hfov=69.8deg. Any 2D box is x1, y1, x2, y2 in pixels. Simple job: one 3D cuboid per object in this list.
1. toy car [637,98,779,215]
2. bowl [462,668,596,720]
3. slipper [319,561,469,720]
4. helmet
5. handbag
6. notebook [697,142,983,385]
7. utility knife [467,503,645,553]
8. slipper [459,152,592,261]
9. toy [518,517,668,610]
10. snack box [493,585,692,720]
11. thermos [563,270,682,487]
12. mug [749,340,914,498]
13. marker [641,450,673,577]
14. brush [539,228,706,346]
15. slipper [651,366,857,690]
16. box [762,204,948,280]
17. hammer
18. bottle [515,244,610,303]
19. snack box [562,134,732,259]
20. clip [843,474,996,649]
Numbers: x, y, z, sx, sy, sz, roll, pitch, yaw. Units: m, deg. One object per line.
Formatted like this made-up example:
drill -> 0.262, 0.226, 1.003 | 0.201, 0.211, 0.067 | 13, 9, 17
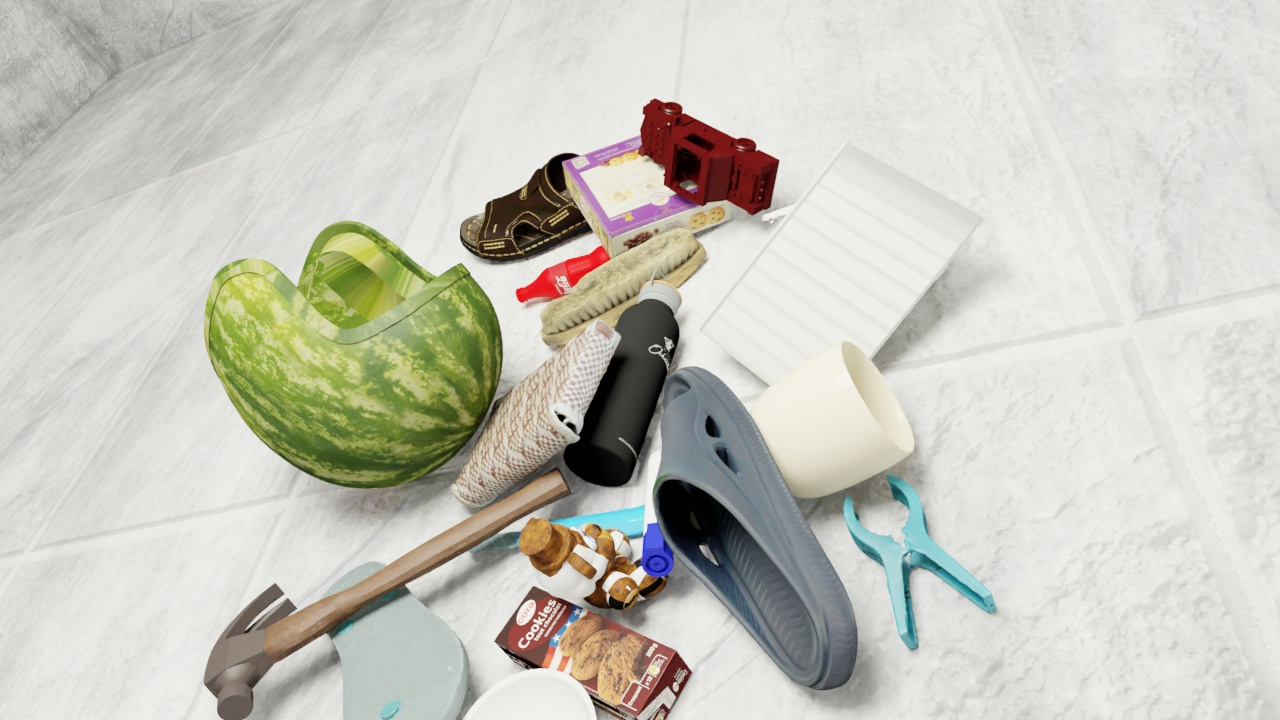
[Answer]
toy car -> 0.058, -0.209, 0.952 | 0.170, 0.070, 0.061 | 35, 49, 29
bowl -> -0.071, 0.267, 0.612 | 0.110, 0.040, 0.109 | -17, 40, 15
slipper -> -0.190, 0.235, 0.725 | 0.098, 0.055, 0.269 | -37, 28, -14
helmet -> -0.256, 0.003, 0.861 | 0.247, 0.244, 0.212 | 20, 22, 7
handbag -> -0.091, 0.052, 0.806 | 0.186, 0.047, 0.123 | -36, 24, 42
notebook -> 0.162, -0.071, 0.776 | 0.142, 0.009, 0.210 | 40, 94, 31
utility knife -> -0.058, 0.141, 0.763 | 0.206, 0.015, 0.031 | -10, 39, 17
slipper -> -0.109, -0.194, 1.112 | 0.268, 0.076, 0.112 | -13, 41, 19
toy -> -0.041, 0.147, 0.675 | 0.087, 0.112, 0.067 | 28, 76, 46
snack box -> -0.037, 0.212, 0.658 | 0.141, 0.032, 0.050 | 12, 54, 39
thermos -> -0.005, 0.005, 0.842 | 0.061, 0.061, 0.230 | -5, 45, 28
mug -> 0.137, 0.049, 0.687 | 0.100, 0.096, 0.120 | -34, -10, 24
marker -> 0.015, 0.114, 0.713 | 0.023, 0.027, 0.133 | -6, 27, 6
brush -> -0.021, -0.076, 0.955 | 0.195, 0.043, 0.059 | -30, 38, -3
slipper -> 0.053, 0.114, 0.640 | 0.083, 0.111, 0.268 | -9, 41, -19
box -> 0.191, -0.114, 0.833 | 0.166, 0.092, 0.083 | 0, 27, 35
hammer -> -0.204, 0.177, 0.753 | 0.323, 0.033, 0.115 | -29, 27, -4
bottle -> -0.083, -0.092, 1.017 | 0.119, 0.036, 0.036 | -21, 39, 12
snack box -> 0.006, -0.189, 1.015 | 0.143, 0.041, 0.148 | -21, 51, -11
clip -> 0.194, 0.123, 0.620 | 0.113, 0.028, 0.127 | -31, 39, -5
